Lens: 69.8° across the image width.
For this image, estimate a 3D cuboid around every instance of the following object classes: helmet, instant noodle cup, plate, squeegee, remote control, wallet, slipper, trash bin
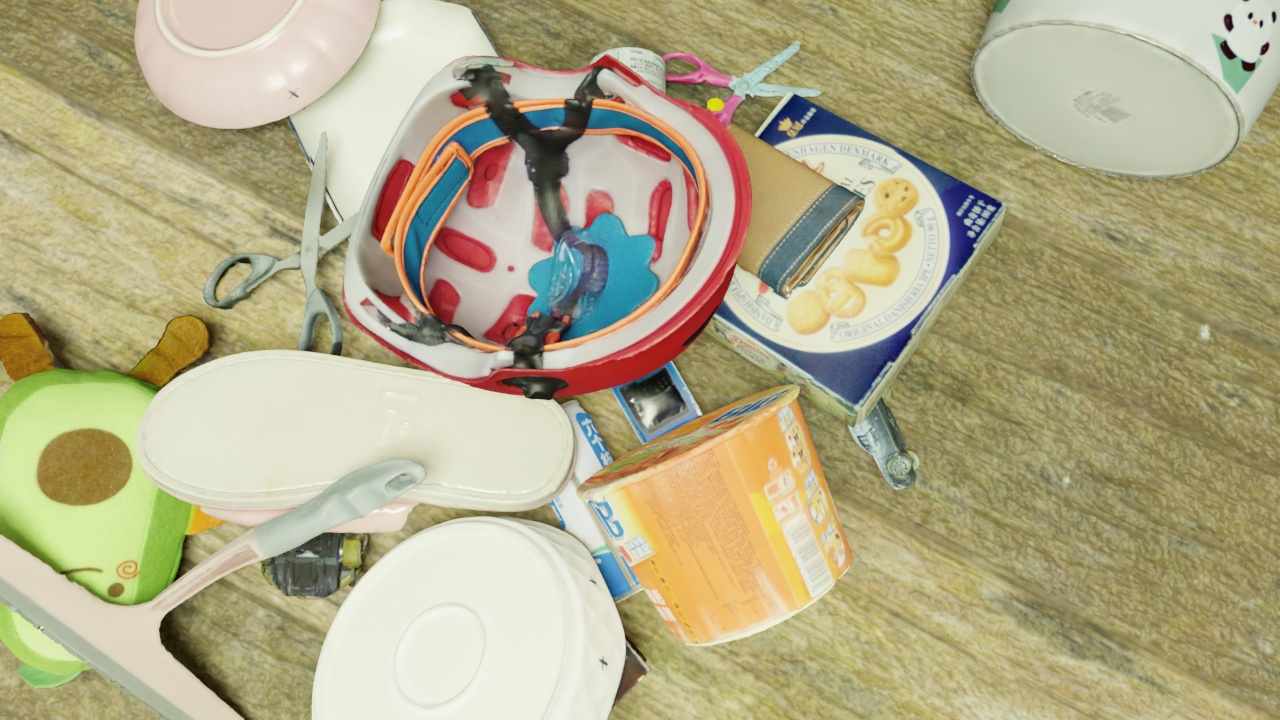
[{"bbox_3d":[-0.044,-0.067,0.568,0.240,0.144,0.206,10,74,16],"label":"helmet"},{"bbox_3d":[0.051,0.096,0.563,0.151,0.151,0.111,-26,91,-7],"label":"instant noodle cup"},{"bbox_3d":[-0.153,-0.148,0.679,0.162,0.034,0.265,-29,82,-7],"label":"plate"},{"bbox_3d":[-0.229,0.115,0.546,0.250,0.040,0.248,-29,118,10],"label":"squeegee"},{"bbox_3d":[-0.004,0.004,0.663,0.049,0.024,0.125,-28,81,-7],"label":"remote control"},{"bbox_3d":[-0.112,0.185,0.557,0.205,0.045,0.204,-12,53,16],"label":"plate"},{"bbox_3d":[0.081,-0.105,0.629,0.115,0.033,0.090,37,78,21],"label":"wallet"},{"bbox_3d":[-0.178,0.054,0.593,0.274,0.054,0.114,2,66,-4],"label":"slipper"},{"bbox_3d":[0.372,-0.283,0.642,0.229,0.229,0.251,29,85,3],"label":"trash bin"},{"bbox_3d":[-0.287,-0.262,0.669,0.192,0.039,0.192,-3,72,9],"label":"plate"}]

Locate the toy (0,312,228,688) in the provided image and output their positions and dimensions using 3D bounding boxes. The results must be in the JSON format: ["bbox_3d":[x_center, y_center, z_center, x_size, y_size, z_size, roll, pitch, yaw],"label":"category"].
[{"bbox_3d":[-0.360,0.084,0.596,0.226,0.090,0.246,-1,79,-16],"label":"toy"}]

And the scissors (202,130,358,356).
[{"bbox_3d":[-0.237,-0.075,0.648,0.159,0.014,0.178,1,84,15],"label":"scissors"}]

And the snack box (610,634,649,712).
[{"bbox_3d":[-0.066,0.199,0.585,0.113,0.053,0.125,-43,57,-9],"label":"snack box"}]

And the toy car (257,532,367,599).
[{"bbox_3d":[-0.216,0.082,0.628,0.070,0.042,0.158,4,68,-5],"label":"toy car"}]

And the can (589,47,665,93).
[{"bbox_3d":[-0.009,-0.151,0.675,0.058,0.058,0.146,0,80,-3],"label":"can"}]

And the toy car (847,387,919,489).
[{"bbox_3d":[0.170,0.050,0.655,0.034,0.043,0.090,-27,78,20],"label":"toy car"}]

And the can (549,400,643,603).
[{"bbox_3d":[-0.033,0.096,0.629,0.053,0.053,0.134,-28,82,-8],"label":"can"}]

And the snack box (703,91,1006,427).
[{"bbox_3d":[0.129,-0.076,0.652,0.182,0.046,0.177,34,79,19],"label":"snack box"}]

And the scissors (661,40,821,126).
[{"bbox_3d":[0.071,-0.217,0.714,0.133,0.017,0.118,-41,80,-13],"label":"scissors"}]
